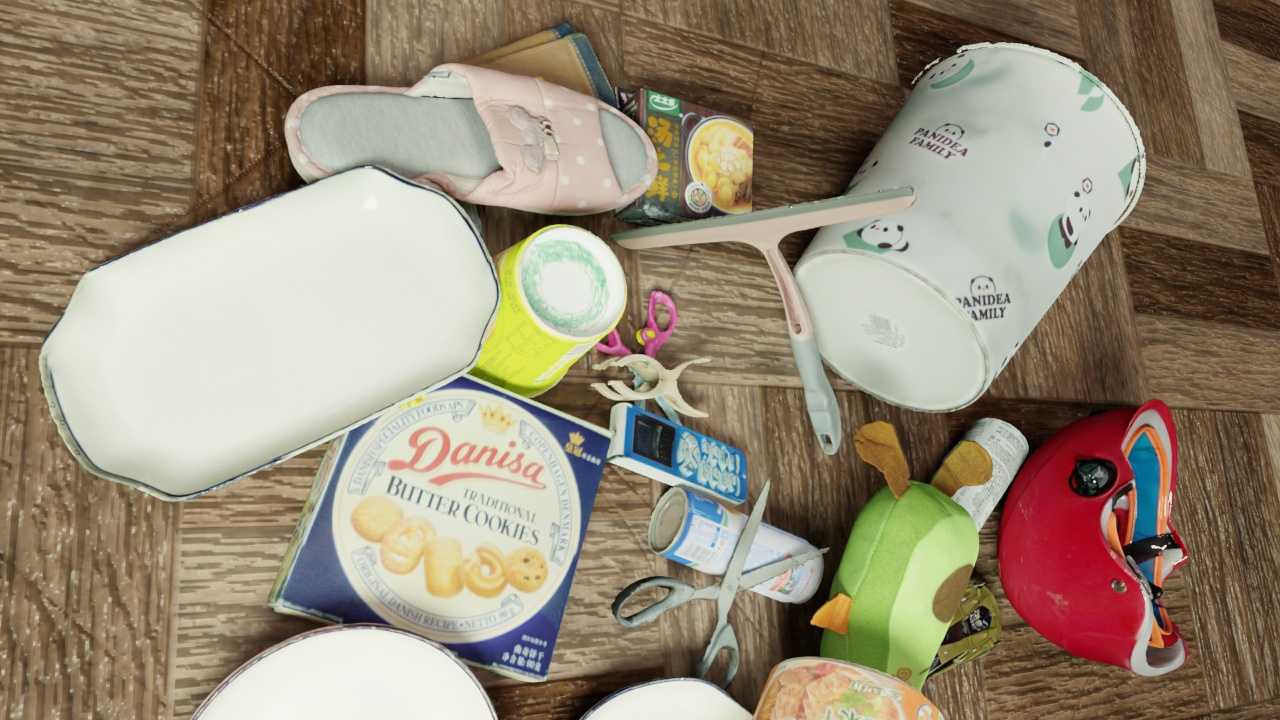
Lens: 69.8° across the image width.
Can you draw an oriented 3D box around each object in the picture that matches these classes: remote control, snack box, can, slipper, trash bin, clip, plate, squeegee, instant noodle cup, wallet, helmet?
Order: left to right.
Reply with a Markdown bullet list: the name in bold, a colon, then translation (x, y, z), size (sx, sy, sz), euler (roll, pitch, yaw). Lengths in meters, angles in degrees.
- **plate**: translation (-0.219, -0.019, 0.567), size (0.265, 0.034, 0.162), euler (-27, 77, -16)
- **plate**: translation (-0.177, 0.248, 0.540), size (0.192, 0.039, 0.192), euler (0, 90, -24)
- **snack box**: translation (-0.127, 0.103, 0.619), size (0.178, 0.046, 0.182), euler (24, 67, -22)
- **slipper**: translation (-0.108, -0.159, 0.656), size (0.274, 0.055, 0.114), euler (-2, 70, -26)
- **wallet**: translation (-0.083, -0.217, 0.738), size (0.115, 0.033, 0.090), euler (-31, 94, -28)
- **instant noodle cup**: translation (-0.071, -0.039, 0.640), size (0.111, 0.124, 0.111), euler (8, 73, -27)
- **clip**: translation (0.011, 0.017, 0.714), size (0.099, 0.035, 0.070), euler (7, 81, -34)
- **plate**: translation (0.012, 0.325, 0.636), size (0.204, 0.046, 0.204), euler (8, 73, -26)
- **remote control**: translation (0.030, 0.076, 0.716), size (0.125, 0.024, 0.049), euler (25, 50, -27)
- **snack box**: translation (0.036, -0.173, 0.784), size (0.113, 0.053, 0.125), euler (7, 79, -27)
- **can**: translation (0.075, 0.146, 0.714), size (0.134, 0.053, 0.053), euler (25, 66, -21)
- **squeegee**: translation (0.128, -0.024, 0.753), size (0.040, 0.248, 0.250), euler (-58, 134, -44)
- **instant noodle cup**: translation (0.132, 0.276, 0.611), size (0.151, 0.152, 0.111), euler (35, 54, -17)
- **trash bin**: translation (0.271, -0.105, 0.801), size (0.229, 0.230, 0.251), euler (45, 66, -11)
- **can**: translation (0.299, 0.118, 0.843), size (0.146, 0.058, 0.058), euler (-44, 99, -30)
- **helmet**: translation (0.407, 0.155, 0.838), size (0.207, 0.144, 0.239), euler (34, 61, -42)

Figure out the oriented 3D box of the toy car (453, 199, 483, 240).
- **toy car**: translation (-0.143, -0.123, 0.677), size (0.042, 0.034, 0.090), euler (-12, 82, -28)

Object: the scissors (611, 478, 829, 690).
- **scissors**: translation (0.060, 0.168, 0.680), size (0.159, 0.014, 0.178), euler (15, 96, -23)

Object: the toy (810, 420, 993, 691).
- **toy**: translation (0.199, 0.173, 0.707), size (0.226, 0.090, 0.247), euler (8, 97, -40)

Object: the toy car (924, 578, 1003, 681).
- **toy car**: translation (0.252, 0.239, 0.796), size (0.157, 0.042, 0.070), euler (-13, 83, -28)

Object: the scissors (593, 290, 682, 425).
- **scissors**: translation (-0.005, 0.004, 0.731), size (0.118, 0.017, 0.133), euler (14, 74, -29)
